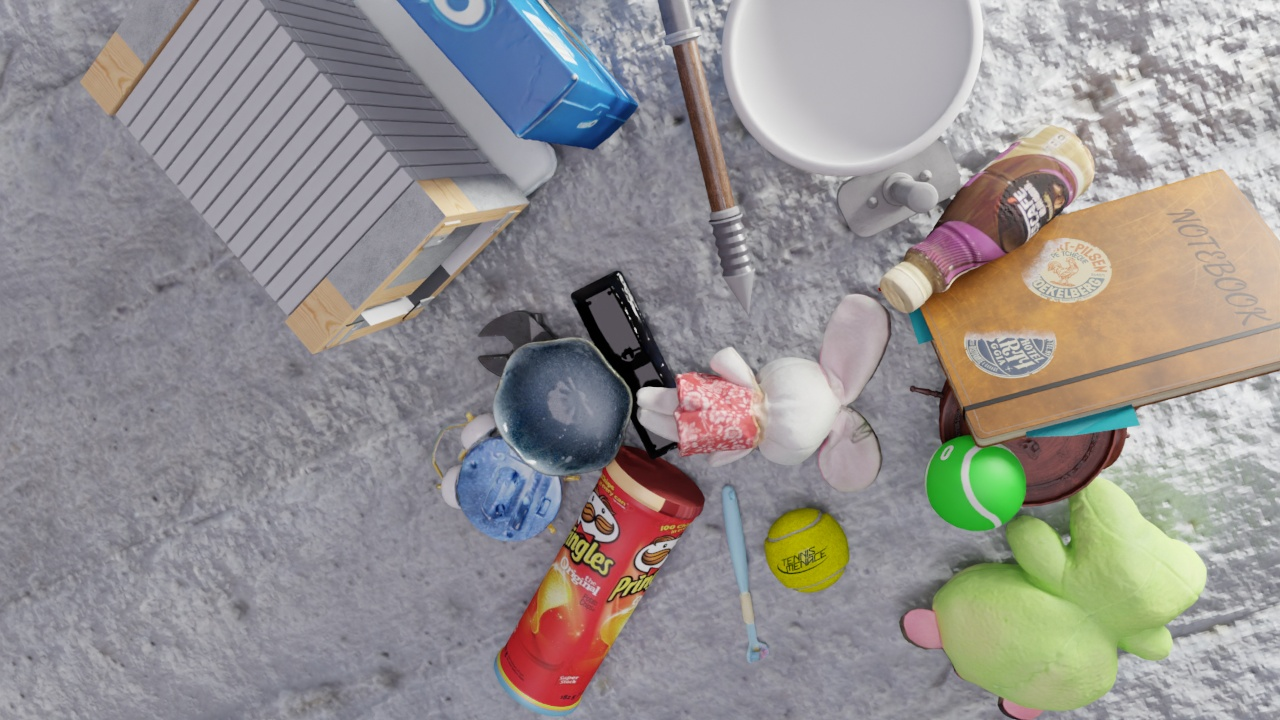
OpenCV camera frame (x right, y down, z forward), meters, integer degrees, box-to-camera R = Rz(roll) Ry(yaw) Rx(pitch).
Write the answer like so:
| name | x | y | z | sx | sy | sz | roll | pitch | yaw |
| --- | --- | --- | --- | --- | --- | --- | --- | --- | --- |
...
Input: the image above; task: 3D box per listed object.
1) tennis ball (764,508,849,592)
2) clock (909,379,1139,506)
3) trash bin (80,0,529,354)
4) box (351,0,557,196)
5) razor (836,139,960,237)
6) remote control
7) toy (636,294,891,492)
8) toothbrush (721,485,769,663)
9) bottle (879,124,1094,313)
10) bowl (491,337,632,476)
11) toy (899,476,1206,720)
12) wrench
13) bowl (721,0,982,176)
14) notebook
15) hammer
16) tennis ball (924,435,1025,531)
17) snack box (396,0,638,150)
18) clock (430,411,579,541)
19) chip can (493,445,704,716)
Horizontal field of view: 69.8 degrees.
| name | x | y | z | sx | sy | sz | roll | pitch | yaw |
| --- | --- | --- | --- | --- | --- | --- | --- | --- | --- |
| tennis ball | 0.132 | 0.150 | 0.726 | 0.065 | 0.065 | 0.065 | 2 | 99 | 9 |
| clock | 0.293 | 0.036 | 0.677 | 0.158 | 0.072 | 0.120 | -22 | 95 | 13 |
| trash bin | -0.234 | -0.156 | 0.669 | 0.143 | 0.142 | 0.247 | -40 | 90 | 20 |
| box | -0.191 | -0.186 | 0.742 | 0.191 | 0.045 | 0.209 | -33 | 92 | 13 |
| razor | 0.189 | -0.118 | 0.646 | 0.088 | 0.116 | 0.047 | -26 | 99 | 12 |
| remote control | -0.004 | 0.004 | 0.732 | 0.047 | 0.022 | 0.150 | -27 | 92 | 7 |
| toy | 0.095 | 0.037 | 0.696 | 0.194 | 0.084 | 0.159 | -6 | 107 | -3 |
| toothbrush | 0.085 | 0.178 | 0.764 | 0.022 | 0.016 | 0.155 | -14 | 99 | -21 |
| bottle | 0.240 | -0.096 | 0.647 | 0.166 | 0.060 | 0.059 | -39 | 91 | -6 |
| bowl | -0.056 | 0.033 | 0.722 | 0.110 | 0.055 | 0.110 | 2 | 98 | 12 |
| toy | 0.317 | 0.188 | 0.687 | 0.150 | 0.107 | 0.197 | 41 | 95 | -1 |
| wrench | -0.006 | 0.025 | 0.754 | 0.273 | 0.018 | 0.073 | 18 | 101 | 5 |
| bowl | 0.149 | -0.221 | 0.661 | 0.177 | 0.066 | 0.176 | 2 | 100 | 9 |
| notebook | 0.312 | -0.032 | 0.625 | 0.249 | 0.014 | 0.178 | -16 | 53 | 8 |
| hammer | 0.038 | -0.185 | 0.637 | 0.156 | 0.043 | 0.322 | -8 | 108 | 23 |
| tennis ball | 0.228 | 0.083 | 0.626 | 0.065 | 0.065 | 0.065 | 2 | 99 | 9 |
| snack box | -0.114 | -0.254 | 0.634 | 0.056 | 0.195 | 0.239 | -42 | 90 | 15 |
| clock | -0.117 | 0.095 | 0.766 | 0.125 | 0.052 | 0.089 | 26 | 103 | 4 |
| chip can | -0.036 | 0.180 | 0.749 | 0.087 | 0.087 | 0.213 | 30 | 104 | 3 |
